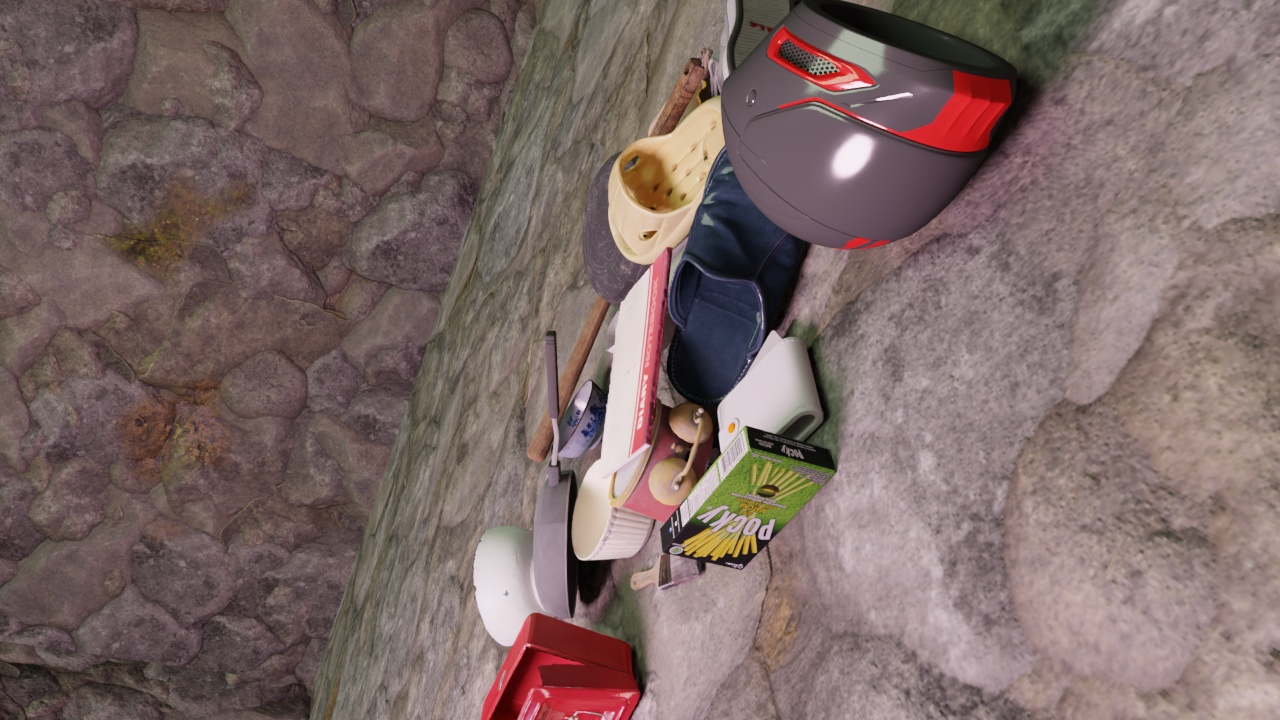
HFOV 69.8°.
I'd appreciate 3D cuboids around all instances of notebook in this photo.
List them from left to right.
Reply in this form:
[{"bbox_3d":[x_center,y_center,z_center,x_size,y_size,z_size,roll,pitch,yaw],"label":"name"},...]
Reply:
[{"bbox_3d":[-0.006,0.005,0.941,0.153,0.012,0.208,135,145,-63],"label":"notebook"}]

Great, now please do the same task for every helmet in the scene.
[{"bbox_3d":[0.155,-0.173,0.700,0.264,0.164,0.170,-121,38,-50],"label":"helmet"}]

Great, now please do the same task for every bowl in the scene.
[{"bbox_3d":[-0.148,0.286,1.185,0.073,0.153,0.153,-13,50,16],"label":"bowl"},{"bbox_3d":[-0.073,0.085,1.228,0.114,0.045,0.114,-56,14,22],"label":"bowl"},{"bbox_3d":[-0.027,0.174,1.038,0.116,0.062,0.115,-50,31,45],"label":"bowl"}]

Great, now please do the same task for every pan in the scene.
[{"bbox_3d":[-0.103,0.138,1.083,0.178,0.041,0.358,-88,-2,-71],"label":"pan"},{"bbox_3d":[-0.005,-0.220,1.123,0.358,0.040,0.207,117,145,-44],"label":"pan"}]

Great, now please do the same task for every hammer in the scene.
[{"bbox_3d":[-0.084,-0.008,1.279,0.321,0.040,0.129,-68,15,-17],"label":"hammer"}]

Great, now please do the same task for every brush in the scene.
[{"bbox_3d":[0.025,0.217,0.944,0.152,0.012,0.038,138,143,-55],"label":"brush"}]

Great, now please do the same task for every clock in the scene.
[{"bbox_3d":[0.033,0.101,0.911,0.159,0.081,0.117,135,156,-65],"label":"clock"}]

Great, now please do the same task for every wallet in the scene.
[{"bbox_3d":[0.112,0.036,0.827,0.119,0.037,0.115,-51,30,38],"label":"wallet"}]

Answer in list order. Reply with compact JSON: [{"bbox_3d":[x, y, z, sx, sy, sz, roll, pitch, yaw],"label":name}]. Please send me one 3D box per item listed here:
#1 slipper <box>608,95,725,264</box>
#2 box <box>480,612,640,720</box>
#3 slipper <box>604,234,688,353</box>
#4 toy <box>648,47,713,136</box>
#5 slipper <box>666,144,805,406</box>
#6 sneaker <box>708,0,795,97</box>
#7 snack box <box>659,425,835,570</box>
[{"bbox_3d":[0.019,-0.184,0.968,0.262,0.079,0.111,-35,68,53],"label":"slipper"},{"bbox_3d":[-0.088,0.360,0.962,0.158,0.134,0.112,-65,24,20],"label":"box"},{"bbox_3d":[0.049,-0.082,1.019,0.248,0.074,0.112,-50,40,36],"label":"slipper"},{"bbox_3d":[0.052,-0.218,1.104,0.197,0.065,0.263,127,144,-57],"label":"toy"},{"bbox_3d":[0.085,-0.080,0.856,0.083,0.109,0.266,-25,-48,-73],"label":"slipper"},{"bbox_3d":[0.118,-0.298,1.004,0.129,0.096,0.262,114,160,-51],"label":"sneaker"},{"bbox_3d":[0.086,0.119,0.768,0.148,0.080,0.025,-56,26,37],"label":"snack box"}]
